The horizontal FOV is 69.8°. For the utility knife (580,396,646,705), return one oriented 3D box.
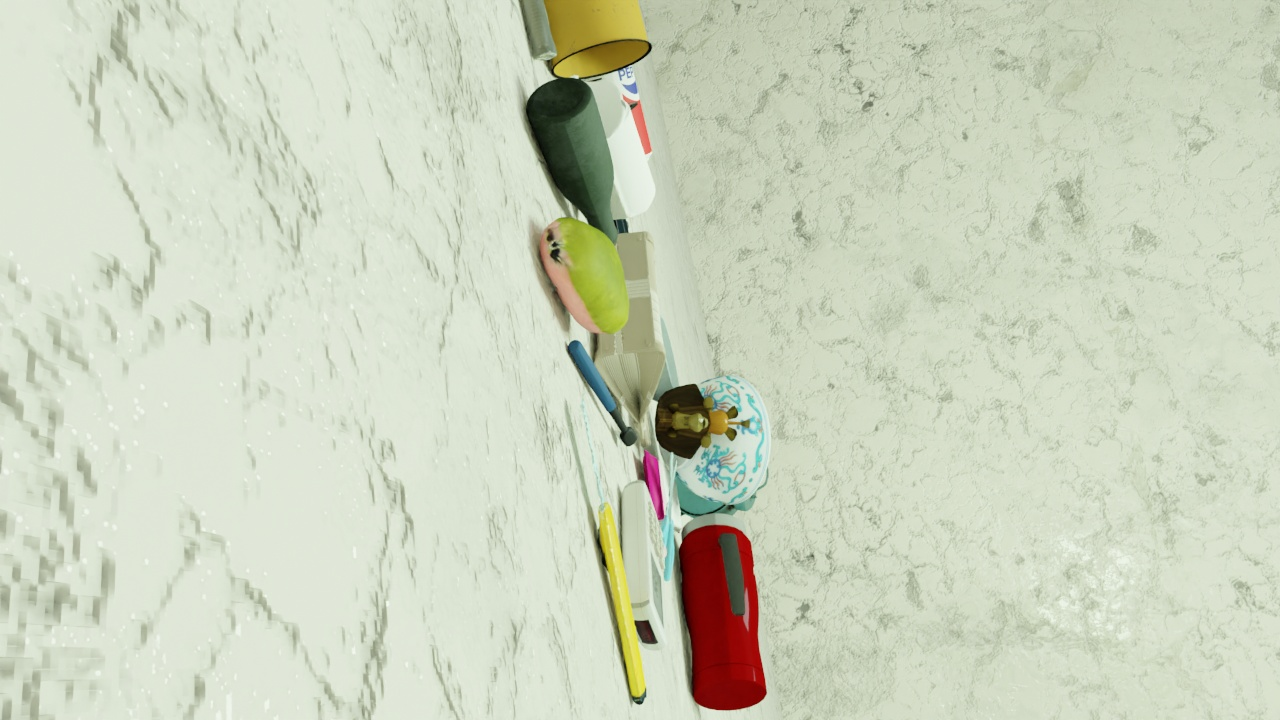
[{"bbox_3d":[-0.019,0.135,0.650,0.030,0.019,0.223,-81,163,-86],"label":"utility knife"}]

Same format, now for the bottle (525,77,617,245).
[{"bbox_3d":[-0.047,-0.157,0.786,0.174,0.055,0.055,70,10,-55],"label":"bottle"}]

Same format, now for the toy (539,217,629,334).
[{"bbox_3d":[-0.042,-0.069,0.689,0.110,0.051,0.090,56,20,-64],"label":"toy"}]

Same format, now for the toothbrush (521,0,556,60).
[{"bbox_3d":[-0.105,-0.359,0.809,0.024,0.022,0.185,-49,126,-84],"label":"toothbrush"}]

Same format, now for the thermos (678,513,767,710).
[{"bbox_3d":[0.090,0.263,0.997,0.108,0.084,0.198,102,-11,-46],"label":"thermos"}]

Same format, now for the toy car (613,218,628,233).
[{"bbox_3d":[-0.028,-0.138,0.984,0.112,0.034,0.046,-44,122,-83],"label":"toy car"}]

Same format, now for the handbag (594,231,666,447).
[{"bbox_3d":[-0.005,0.005,0.907,0.175,0.062,0.198,-94,178,-47],"label":"handbag"}]

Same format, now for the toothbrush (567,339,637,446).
[{"bbox_3d":[-0.030,0.030,0.754,0.014,0.014,0.168,42,-12,33],"label":"toothbrush"}]

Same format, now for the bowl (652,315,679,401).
[{"bbox_3d":[0.016,0.003,1.070,0.106,0.039,0.106,-11,89,-83],"label":"bowl"}]

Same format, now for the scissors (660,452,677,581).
[{"bbox_3d":[0.030,0.163,0.910,0.111,0.015,0.140,76,25,-53],"label":"scissors"}]

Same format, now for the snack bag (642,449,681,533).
[{"bbox_3d":[0.023,0.144,0.980,0.196,0.016,0.070,54,29,-73],"label":"snack bag"}]

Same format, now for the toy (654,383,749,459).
[{"bbox_3d":[0.064,0.063,0.934,0.062,0.100,0.076,-179,-87,-81],"label":"toy"}]

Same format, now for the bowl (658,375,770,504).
[{"bbox_3d":[0.068,0.086,1.006,0.144,0.074,0.144,-9,-100,57],"label":"bowl"}]

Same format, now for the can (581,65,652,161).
[{"bbox_3d":[-0.034,-0.285,1.037,0.070,0.070,0.132,-82,159,-70],"label":"can"}]

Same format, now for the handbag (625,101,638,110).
[{"bbox_3d":[-0.035,-0.222,0.954,0.128,0.054,0.079,-65,150,-59],"label":"handbag"}]

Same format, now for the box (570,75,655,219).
[{"bbox_3d":[-0.037,-0.194,0.839,0.143,0.080,0.089,70,29,-41],"label":"box"}]

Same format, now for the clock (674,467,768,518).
[{"bbox_3d":[0.096,0.150,1.111,0.053,0.124,0.090,53,24,-51],"label":"clock"}]

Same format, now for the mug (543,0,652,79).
[{"bbox_3d":[-0.056,-0.336,0.902,0.124,0.100,0.094,-11,-86,56],"label":"mug"}]

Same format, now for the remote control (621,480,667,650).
[{"bbox_3d":[0.003,0.163,0.744,0.138,0.025,0.060,-93,168,-52],"label":"remote control"}]
